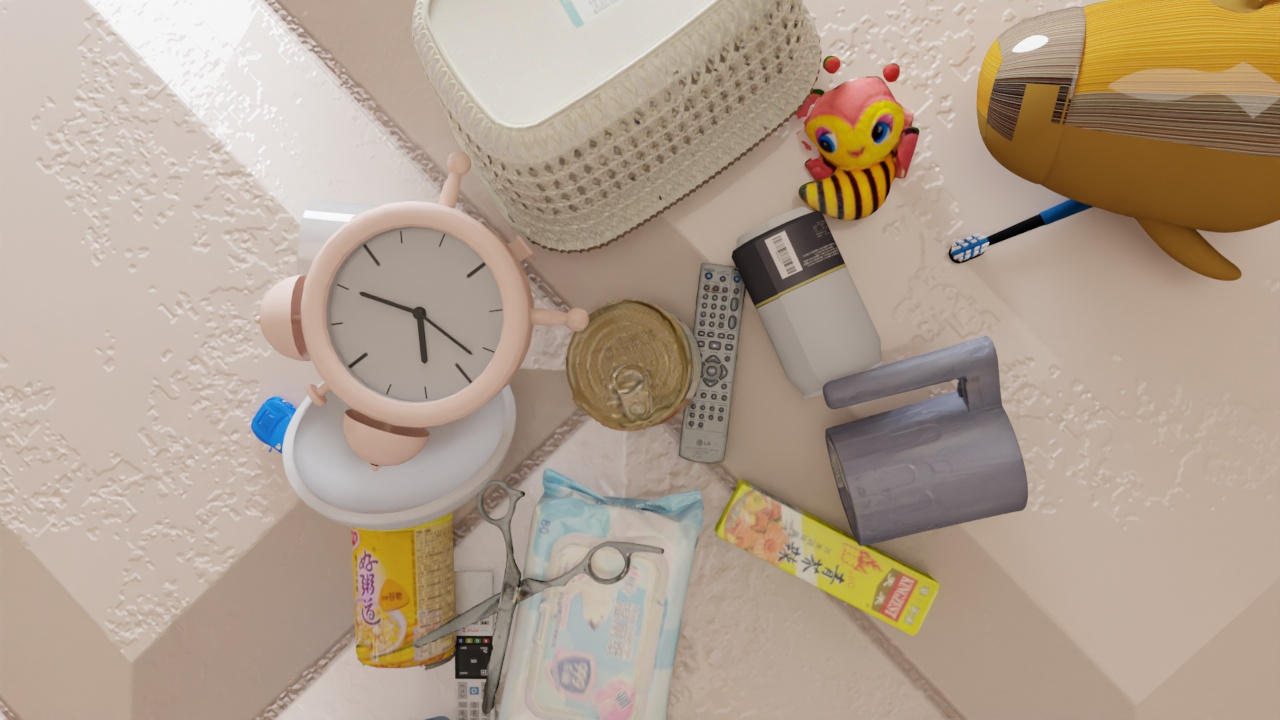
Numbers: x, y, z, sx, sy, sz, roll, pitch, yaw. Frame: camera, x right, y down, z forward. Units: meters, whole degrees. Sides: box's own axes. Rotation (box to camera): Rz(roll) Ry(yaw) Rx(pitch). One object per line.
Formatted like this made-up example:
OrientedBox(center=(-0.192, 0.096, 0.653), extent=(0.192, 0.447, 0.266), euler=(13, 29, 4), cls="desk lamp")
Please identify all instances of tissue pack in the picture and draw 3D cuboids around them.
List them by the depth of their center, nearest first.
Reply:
OrientedBox(center=(-0.026, 0.167, 0.609), extent=(0.112, 0.070, 0.182), euler=(10, 91, 4), cls="tissue pack")

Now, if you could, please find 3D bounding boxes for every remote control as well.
OrientedBox(center=(0.050, 0.002, 0.629), extent=(0.033, 0.013, 0.136), euler=(7, 91, 4), cls="remote control")
OrientedBox(center=(-0.116, 0.209, 0.643), extent=(0.028, 0.012, 0.124), euler=(-1, 91, 3), cls="remote control")

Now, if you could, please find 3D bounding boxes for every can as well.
OrientedBox(center=(0.112, -0.032, 0.600), extent=(0.064, 0.064, 0.127), euler=(-25, 89, 3), cls="can")
OrientedBox(center=(-0.004, 0.004, 0.611), extent=(0.086, 0.043, 0.086), euler=(-1, 88, 14), cls="can")
OrientedBox(center=(-0.159, 0.148, 0.617), extent=(0.068, 0.067, 0.105), euler=(-2, 91, 3), cls="can")

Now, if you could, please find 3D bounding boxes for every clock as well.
OrientedBox(center=(-0.133, -0.026, 0.559), extent=(0.160, 0.086, 0.131), euler=(-38, 94, -6), cls="clock")

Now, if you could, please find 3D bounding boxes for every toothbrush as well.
OrientedBox(center=(0.287, -0.102, 0.614), extent=(0.168, 0.014, 0.014), euler=(-22, 78, 4), cls="toothbrush")

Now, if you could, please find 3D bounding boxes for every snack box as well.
OrientedBox(center=(0.124, 0.132, 0.619), extent=(0.148, 0.029, 0.040), euler=(27, 92, 3), cls="snack box")

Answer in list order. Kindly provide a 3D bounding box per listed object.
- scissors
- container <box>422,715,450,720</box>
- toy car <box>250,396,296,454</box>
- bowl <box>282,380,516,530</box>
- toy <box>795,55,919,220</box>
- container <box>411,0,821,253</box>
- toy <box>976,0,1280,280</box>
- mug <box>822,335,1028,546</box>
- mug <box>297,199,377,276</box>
OrientedBox(center=(-0.067, 0.142, 0.572), extent=(0.174, 0.014, 0.141), euler=(-12, 78, 11), cls="scissors")
OrientedBox(center=(-0.085, 0.388, 0.527), extent=(0.089, 0.257, 0.362), euler=(-31, 89, -4), cls="container")
OrientedBox(center=(-0.234, 0.062, 0.623), extent=(0.092, 0.062, 0.033), euler=(36, 92, 2), cls="toy car")
OrientedBox(center=(-0.153, 0.056, 0.603), extent=(0.149, 0.043, 0.149), euler=(-3, 46, 3), cls="bowl")
OrientedBox(center=(0.142, -0.144, 0.608), extent=(0.084, 0.046, 0.103), euler=(9, 95, -3), cls="toy")
OrientedBox(center=(-0.016, -0.196, 0.567), extent=(0.246, 0.143, 0.184), euler=(-36, 75, 3), cls="container")
OrientedBox(center=(0.306, -0.153, 0.551), extent=(0.203, 0.162, 0.199), euler=(9, 120, 10), cls="toy")
OrientedBox(center=(0.175, 0.052, 0.578), extent=(0.104, 0.083, 0.124), euler=(-15, 121, 5), cls="mug")
OrientedBox(center=(-0.176, -0.052, 0.623), extent=(0.089, 0.071, 0.107), euler=(4, 119, -5), cls="mug")
